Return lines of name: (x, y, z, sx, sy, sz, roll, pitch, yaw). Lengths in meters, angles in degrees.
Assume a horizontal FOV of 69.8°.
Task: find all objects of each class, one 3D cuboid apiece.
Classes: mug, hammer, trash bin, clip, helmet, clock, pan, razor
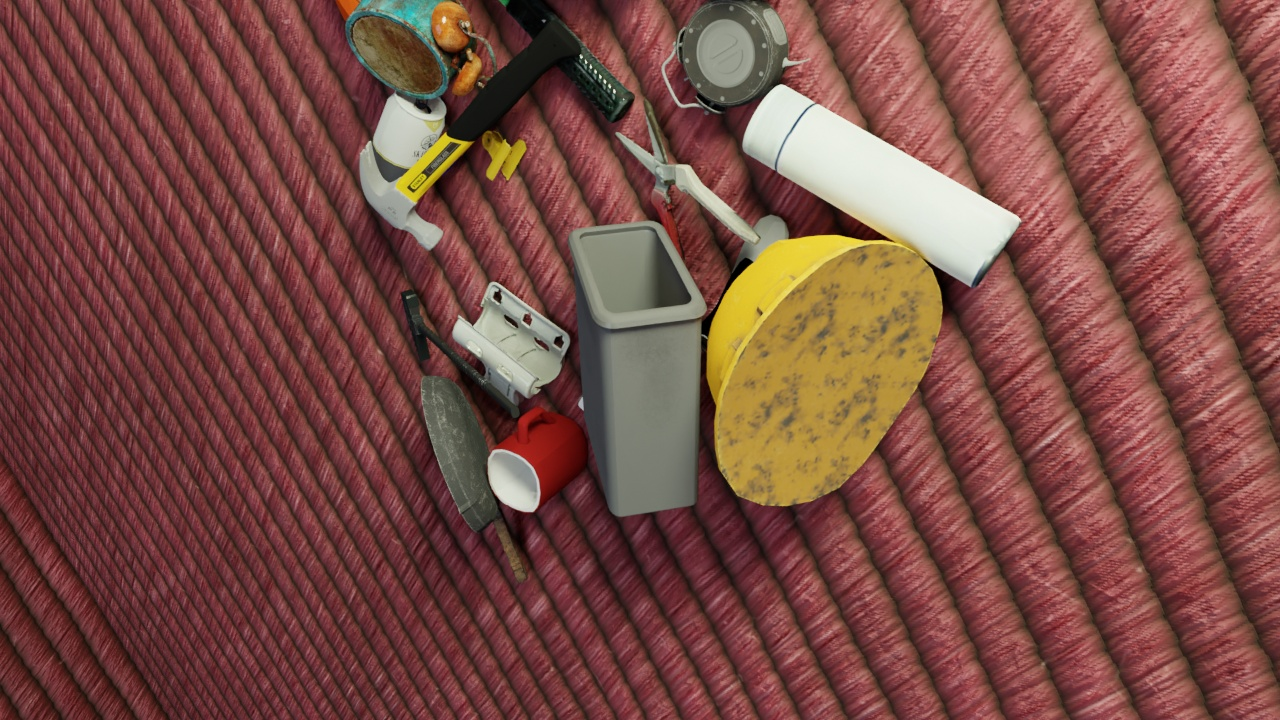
mug: (-0.122, 0.107, 1.092, 0.080, 0.096, 0.116, 19, 123, 26)
hammer: (-0.180, -0.235, 0.945, 0.127, 0.029, 0.325, 39, 131, -23)
trash bin: (-0.005, 0.005, 0.889, 0.097, 0.191, 0.220, -8, 124, -9)
hammer: (-0.209, 0.006, 1.057, 0.325, 0.015, 0.095, 32, 137, 52)
clip: (-0.153, -0.224, 0.988, 0.048, 0.046, 0.054, 30, 133, -13)
helmet: (0.137, -0.012, 0.814, 0.131, 0.205, 0.256, 54, 135, 49)
clock: (0.079, -0.266, 0.794, 0.123, 0.043, 0.091, -19, 102, 40)
pan: (-0.197, 0.168, 1.171, 0.040, 0.207, 0.357, -20, 128, -2)
hammer: (-0.123, -0.357, 0.896, 0.319, 0.032, 0.131, 47, 130, 4)
clock: (-0.213, -0.327, 0.929, 0.158, 0.073, 0.121, 20, 156, 12)
clip: (-0.163, 0.000, 1.080, 0.126, 0.109, 0.151, 38, 119, 16)
razor: (0.101, -0.066, 0.880, 0.057, 0.060, 0.156, 37, 110, 28)

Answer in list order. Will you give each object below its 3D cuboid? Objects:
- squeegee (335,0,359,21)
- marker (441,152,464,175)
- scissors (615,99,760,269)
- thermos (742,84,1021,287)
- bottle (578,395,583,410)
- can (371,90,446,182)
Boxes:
squeegee: (-0.307, -0.411, 0.970, 0.250, 0.055, 0.185, 26, 143, 44)
marker: (-0.185, -0.250, 0.996, 0.023, 0.027, 0.133, 28, 138, -28)
scissors: (0.045, -0.150, 0.876, 0.179, 0.015, 0.199, 20, 131, 48)
thermos: (0.195, -0.147, 0.761, 0.230, 0.067, 0.068, 35, 128, 14)
bottle: (-0.016, 0.073, 1.039, 0.116, 0.041, 0.041, 41, 130, 10)
can: (-0.261, -0.250, 1.024, 0.064, 0.064, 0.128, 45, 130, 7)
